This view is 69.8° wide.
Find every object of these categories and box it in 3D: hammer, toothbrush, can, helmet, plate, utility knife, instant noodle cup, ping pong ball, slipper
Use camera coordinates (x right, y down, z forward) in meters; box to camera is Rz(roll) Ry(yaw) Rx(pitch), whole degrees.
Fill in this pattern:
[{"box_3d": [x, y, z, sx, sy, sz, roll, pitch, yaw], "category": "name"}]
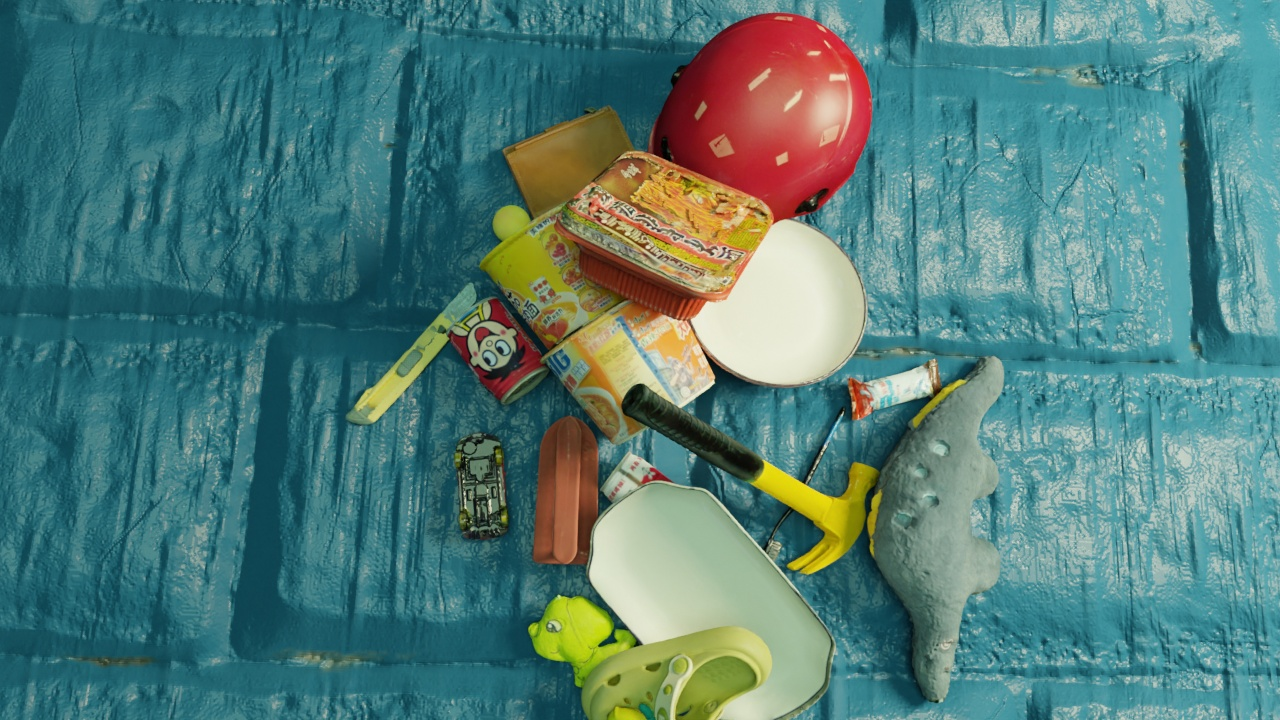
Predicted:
[{"box_3d": [0.105, 0.103, 0.865, 0.300, 0.033, 0.128, 32, 76, -27], "category": "hammer"}, {"box_3d": [0.169, 0.130, 0.942, 0.016, 0.014, 0.189, 30, 79, 2], "category": "toothbrush"}, {"box_3d": [-0.143, -0.009, 0.929, 0.066, 0.066, 0.094, -37, 83, -9], "category": "can"}, {"box_3d": [0.126, -0.248, 0.922, 0.239, 0.144, 0.207, -42, 84, -16], "category": "helmet"}, {"box_3d": [0.137, -0.058, 0.954, 0.192, 0.039, 0.192, 2, 70, -6], "category": "plate"}, {"box_3d": [-0.233, -0.005, 0.955, 0.031, 0.020, 0.190, 40, 76, -1], "category": "utility knife"}, {"box_3d": [-0.075, -0.083, 0.917, 0.138, 0.138, 0.110, -32, 90, -8], "category": "instant noodle cup"}, {"box_3d": [-0.136, -0.143, 0.969, 0.040, 0.040, 0.040, 0, 79, -2], "category": "ping pong ball"}, {"box_3d": [0.027, 0.150, 0.912, 0.133, 0.053, 0.053, 37, 80, 5], "category": "can"}, {"box_3d": [0.030, 0.306, 0.835, 0.191, 0.081, 0.091, -26, 113, 16], "category": "slipper"}, {"box_3d": [-0.005, 0.005, 0.897, 0.151, 0.151, 0.111, -33, 90, -8], "category": "instant noodle cup"}, {"box_3d": [0.021, -0.111, 0.834, 0.164, 0.079, 0.188, 26, 41, 9], "category": "instant noodle cup"}, {"box_3d": [0.067, 0.228, 0.872, 0.162, 0.034, 0.265, -41, 91, 21], "category": "plate"}]

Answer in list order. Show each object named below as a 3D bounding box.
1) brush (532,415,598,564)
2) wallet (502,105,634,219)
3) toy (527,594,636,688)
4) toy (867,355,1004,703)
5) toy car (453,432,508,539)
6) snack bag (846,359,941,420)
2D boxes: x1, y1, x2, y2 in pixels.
[{"box_3d": [-0.071, 0.127, 0.904, 0.063, 0.069, 0.145, 2, 79, -3], "category": "brush"}, {"box_3d": [-0.073, -0.215, 0.987, 0.130, 0.035, 0.119, -23, 75, -5], "category": "wallet"}, {"box_3d": [-0.055, 0.273, 0.896, 0.096, 0.031, 0.100, -20, 85, -6], "category": "toy"}, {"box_3d": [0.293, 0.155, 0.911, 0.137, 0.092, 0.356, 16, 79, -27], "category": "toy"}, {"box_3d": [-0.159, 0.125, 0.920, 0.049, 0.031, 0.106, -7, 80, -4], "category": "toy car"}, {"box_3d": [0.266, 0.030, 0.959, 0.104, 0.026, 0.048, -10, 91, -4], "category": "snack bag"}]
